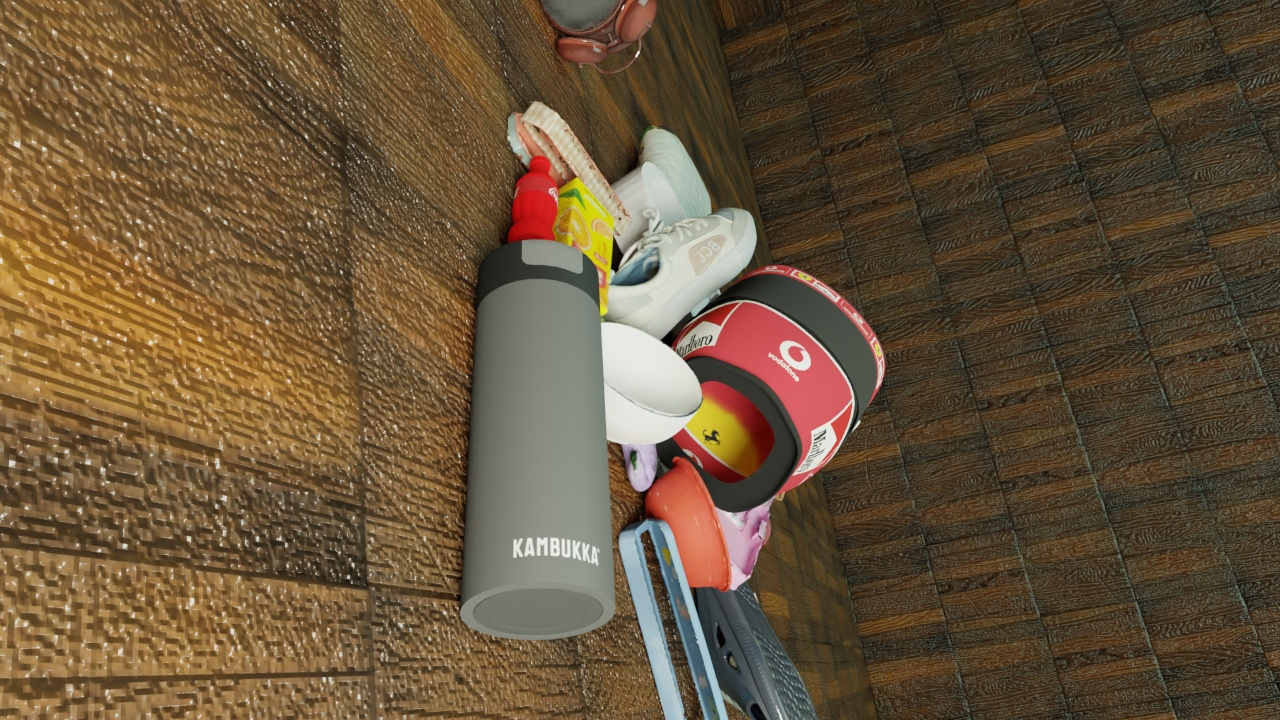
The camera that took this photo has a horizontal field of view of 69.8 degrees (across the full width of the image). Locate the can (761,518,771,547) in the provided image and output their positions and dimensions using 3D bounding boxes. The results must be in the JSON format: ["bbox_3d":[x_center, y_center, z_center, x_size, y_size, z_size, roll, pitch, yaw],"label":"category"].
[{"bbox_3d":[0.128,0.213,1.161,0.104,0.064,0.064,27,50,-72],"label":"can"}]

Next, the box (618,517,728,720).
[{"bbox_3d":[0.038,0.239,0.798,0.068,0.059,0.210,-12,87,-79],"label":"box"}]

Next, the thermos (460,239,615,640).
[{"bbox_3d":[-0.062,0.037,0.557,0.082,0.082,0.240,58,22,-51],"label":"thermos"}]

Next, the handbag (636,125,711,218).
[{"bbox_3d":[0.038,-0.222,1.249,0.139,0.073,0.194,56,22,-31],"label":"handbag"}]

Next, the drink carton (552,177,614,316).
[{"bbox_3d":[-0.057,-0.091,0.779,0.058,0.043,0.134,46,29,-33],"label":"drink carton"}]

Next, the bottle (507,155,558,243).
[{"bbox_3d":[-0.084,-0.126,0.736,0.118,0.036,0.036,-91,161,-45],"label":"bottle"}]

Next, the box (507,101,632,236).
[{"bbox_3d":[-0.073,-0.163,0.845,0.056,0.064,0.188,41,-5,34],"label":"box"}]

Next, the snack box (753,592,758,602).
[{"bbox_3d":[0.132,0.343,1.067,0.154,0.033,0.087,72,11,-49],"label":"snack box"}]

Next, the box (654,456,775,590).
[{"bbox_3d":[0.077,0.140,1.022,0.159,0.035,0.230,48,21,-1],"label":"box"}]

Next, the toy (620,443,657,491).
[{"bbox_3d":[-0.007,0.068,0.838,0.080,0.036,0.100,-77,151,-61],"label":"toy"}]

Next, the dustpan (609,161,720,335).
[{"bbox_3d":[0.054,-0.110,1.087,0.258,0.053,0.191,53,22,-19],"label":"dustpan"}]

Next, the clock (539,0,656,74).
[{"bbox_3d":[-0.045,-0.386,0.994,0.157,0.121,0.072,67,21,2],"label":"clock"}]

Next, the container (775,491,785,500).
[{"bbox_3d":[0.159,0.065,1.175,0.113,0.113,0.199,-39,148,-76],"label":"container"}]

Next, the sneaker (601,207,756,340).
[{"bbox_3d":[0.037,-0.109,0.927,0.241,0.090,0.091,-45,124,-36],"label":"sneaker"}]

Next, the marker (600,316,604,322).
[{"bbox_3d":[-0.046,-0.048,0.844,0.021,0.017,0.123,14,61,-75],"label":"marker"}]

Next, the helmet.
[{"bbox_3d":[0.129,0.017,0.912,0.197,0.272,0.224,42,58,6],"label":"helmet"}]

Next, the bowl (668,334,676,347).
[{"bbox_3d":[0.059,0.019,1.087,0.110,0.055,0.110,47,26,-31],"label":"bowl"}]

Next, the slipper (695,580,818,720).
[{"bbox_3d":[0.095,0.296,0.944,0.110,0.083,0.268,48,11,-41],"label":"slipper"}]

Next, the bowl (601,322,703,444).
[{"bbox_3d":[-0.011,0.027,0.761,0.113,0.063,0.113,25,30,-16],"label":"bowl"}]

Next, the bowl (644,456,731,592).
[{"bbox_3d":[0.037,0.156,0.844,0.131,0.045,0.130,162,-90,-77],"label":"bowl"}]
